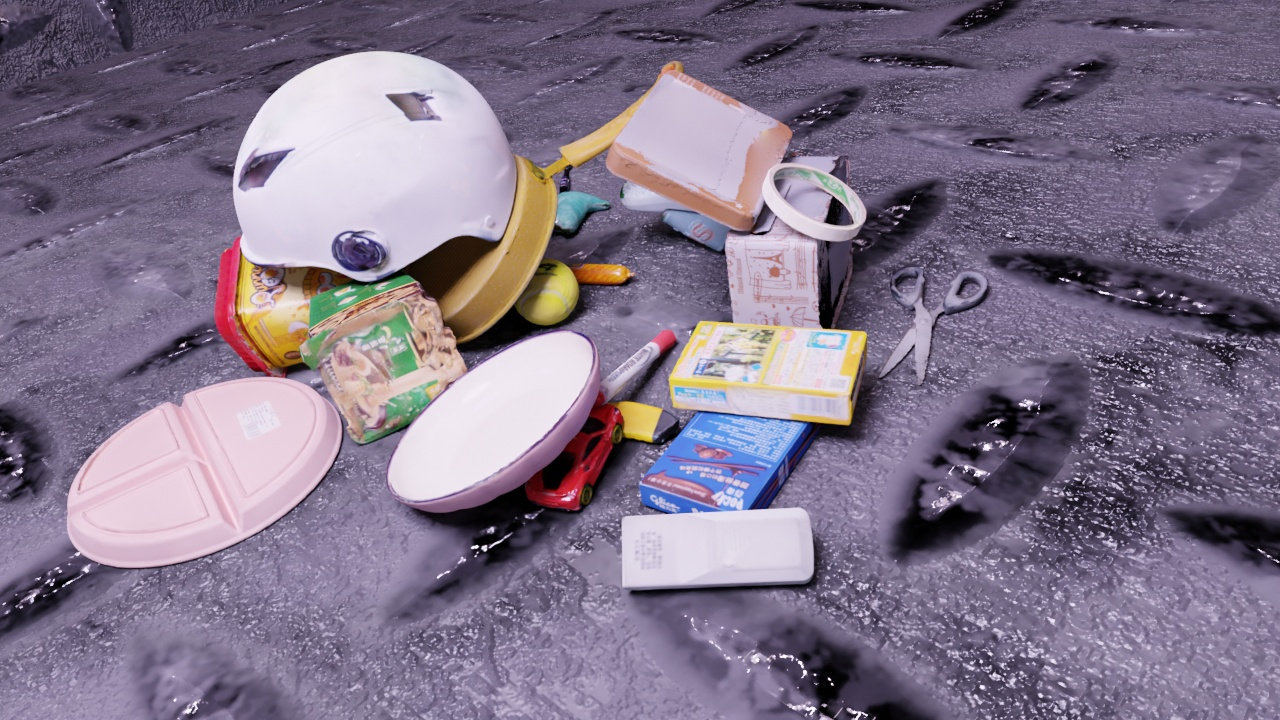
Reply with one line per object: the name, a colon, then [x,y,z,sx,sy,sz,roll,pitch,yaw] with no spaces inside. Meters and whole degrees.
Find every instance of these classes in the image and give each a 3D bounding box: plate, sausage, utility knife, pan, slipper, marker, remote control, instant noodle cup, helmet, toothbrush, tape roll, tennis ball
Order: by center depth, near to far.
remote control: [0.050,0.123,0.602,0.125,0.024,0.049,-5,69,9]
plate: [-0.108,0.051,0.716,0.193,0.039,0.192,-26,27,14]
tape roll: [0.139,-0.127,0.733,0.085,0.014,0.085,13,42,-12]
utility knife: [-0.071,0.041,0.774,0.224,0.015,0.033,8,53,24]
plate: [-0.372,0.083,0.783,0.229,0.028,0.229,-7,33,5]
marker: [-0.005,0.005,0.784,0.017,0.017,0.144,8,24,24]
helmet: [-0.245,-0.189,0.815,0.258,0.146,0.228,-11,39,-7]
instant noodle cup: [-0.321,-0.056,0.878,0.123,0.116,0.116,-9,59,0]
pan: [-0.097,-0.163,0.891,0.358,0.078,0.197,-49,38,14]
tennis ball: [-0.093,-0.067,0.897,0.065,0.065,0.065,-7,34,4]
sausage: [-0.084,-0.092,0.971,0.165,0.021,0.021,4,36,19]
slipper: [0.100,-0.160,0.984,0.245,0.074,0.103,9,34,0]
toothbrush: [-0.097,-0.225,1.175,0.014,0.017,0.188,-3,36,0]

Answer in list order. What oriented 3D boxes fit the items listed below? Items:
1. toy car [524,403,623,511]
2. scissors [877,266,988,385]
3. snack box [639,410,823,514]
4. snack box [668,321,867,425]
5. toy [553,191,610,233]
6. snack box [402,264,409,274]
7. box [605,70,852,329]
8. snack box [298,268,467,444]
toy car: [-0.050,0.069,0.709,0.049,0.031,0.106,8,45,23]
scissors: [0.255,-0.037,0.811,0.164,0.014,0.164,-17,35,-8]
snack box: [0.075,0.064,0.695,0.085,0.026,0.156,14,40,30]
snack box: [0.101,0.007,0.719,0.140,0.034,0.086,6,36,19]
toy: [-0.091,-0.176,1.085,0.096,0.030,0.091,11,37,8]
snack box: [-0.289,-0.108,0.950,0.075,0.154,0.026,-2,76,11]
box: [0.101,-0.134,0.802,0.136,0.269,0.179,-26,23,36]
snack box: [-0.230,-0.016,0.801,0.117,0.118,0.105,-27,39,-14]
